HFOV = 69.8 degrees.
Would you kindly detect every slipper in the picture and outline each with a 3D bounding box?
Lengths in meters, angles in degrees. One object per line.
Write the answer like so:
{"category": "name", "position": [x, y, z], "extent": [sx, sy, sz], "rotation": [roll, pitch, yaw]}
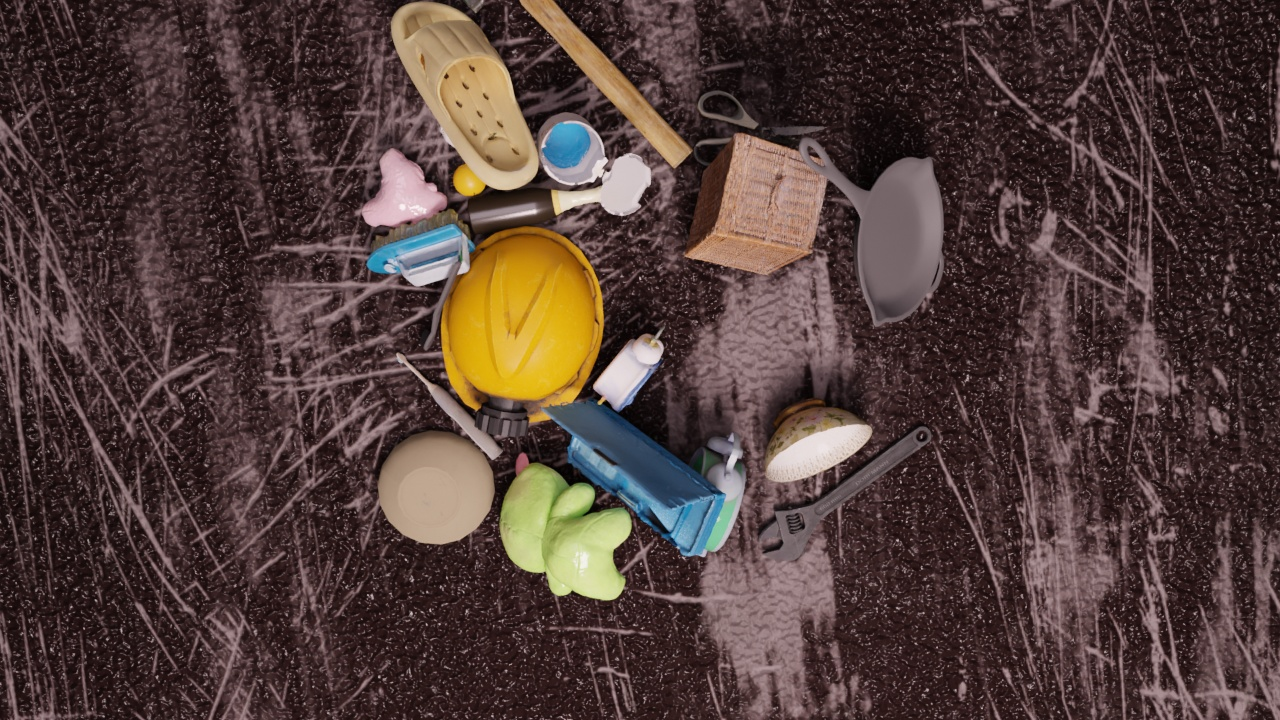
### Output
{"category": "slipper", "position": [-0.193, -0.323, 1.063], "extent": [0.111, 0.079, 0.261], "rotation": [-24, 82, -30]}

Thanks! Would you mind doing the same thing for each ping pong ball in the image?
{"category": "ping pong ball", "position": [-0.211, -0.223, 1.132], "extent": [0.040, 0.040, 0.040], "rotation": [0, 99, -1]}

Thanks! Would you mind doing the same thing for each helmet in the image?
{"category": "helmet", "position": [-0.150, -0.036, 1.119], "extent": [0.205, 0.131, 0.255], "rotation": [11, 98, -2]}

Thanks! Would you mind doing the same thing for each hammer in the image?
{"category": "hammer", "position": [-0.059, -0.368, 1.117], "extent": [0.132, 0.033, 0.330], "rotation": [-44, 98, 5]}

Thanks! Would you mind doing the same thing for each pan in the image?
{"category": "pan", "position": [0.267, -0.164, 1.056], "extent": [0.354, 0.024, 0.216], "rotation": [27, 80, -46]}

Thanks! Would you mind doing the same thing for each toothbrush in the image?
{"category": "toothbrush", "position": [-0.249, 0.057, 1.187], "extent": [0.185, 0.024, 0.022], "rotation": [46, 56, -7]}
{"category": "toothbrush", "position": [-0.245, -0.066, 1.124], "extent": [0.013, 0.012, 0.168], "rotation": [39, 135, 3]}

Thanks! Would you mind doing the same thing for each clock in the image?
{"category": "clock", "position": [-0.007, 0.007, 1.149], "extent": [0.052, 0.088, 0.125], "rotation": [39, 97, 0]}
{"category": "clock", "position": [0.087, 0.159, 1.149], "extent": [0.075, 0.121, 0.162], "rotation": [19, 122, -5]}

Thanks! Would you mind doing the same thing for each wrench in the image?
{"category": "wrench", "position": [0.271, 0.174, 1.216], "extent": [0.273, 0.018, 0.073], "rotation": [-37, 98, 3]}

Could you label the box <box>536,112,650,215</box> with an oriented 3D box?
{"category": "box", "position": [-0.057, -0.234, 1.086], "extent": [0.136, 0.146, 0.084], "rotation": [34, 102, -17]}

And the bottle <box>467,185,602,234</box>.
{"category": "bottle", "position": [-0.119, -0.194, 1.136], "extent": [0.184, 0.045, 0.045], "rotation": [-10, 99, 1]}

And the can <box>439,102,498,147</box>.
{"category": "can", "position": [-0.190, -0.267, 1.118], "extent": [0.101, 0.055, 0.055], "rotation": [36, 97, -6]}

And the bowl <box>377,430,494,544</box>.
{"category": "bowl", "position": [-0.268, 0.170, 1.190], "extent": [0.152, 0.050, 0.152], "rotation": [0, 99, -1]}

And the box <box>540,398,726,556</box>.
{"category": "box", "position": [-0.024, 0.140, 1.094], "extent": [0.231, 0.112, 0.094], "rotation": [35, 114, 35]}

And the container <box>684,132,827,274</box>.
{"category": "container", "position": [0.130, -0.174, 1.067], "extent": [0.112, 0.198, 0.113], "rotation": [13, 87, -7]}

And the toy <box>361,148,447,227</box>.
{"category": "toy", "position": [-0.285, -0.200, 1.129], "extent": [0.096, 0.052, 0.099], "rotation": [22, 103, -8]}

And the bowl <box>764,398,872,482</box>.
{"category": "bowl", "position": [0.213, 0.093, 1.163], "extent": [0.145, 0.145, 0.063], "rotation": [-24, 61, 3]}

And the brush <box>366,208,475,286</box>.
{"category": "brush", "position": [-0.273, -0.128, 1.120], "extent": [0.136, 0.055, 0.075], "rotation": [-14, 61, 16]}

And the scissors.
{"category": "scissors", "position": [0.141, -0.291, 1.139], "extent": [0.165, 0.012, 0.150], "rotation": [-30, 99, 6]}

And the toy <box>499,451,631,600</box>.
{"category": "toy", "position": [-0.108, 0.213, 1.143], "extent": [0.197, 0.107, 0.150], "rotation": [15, 104, 29]}
